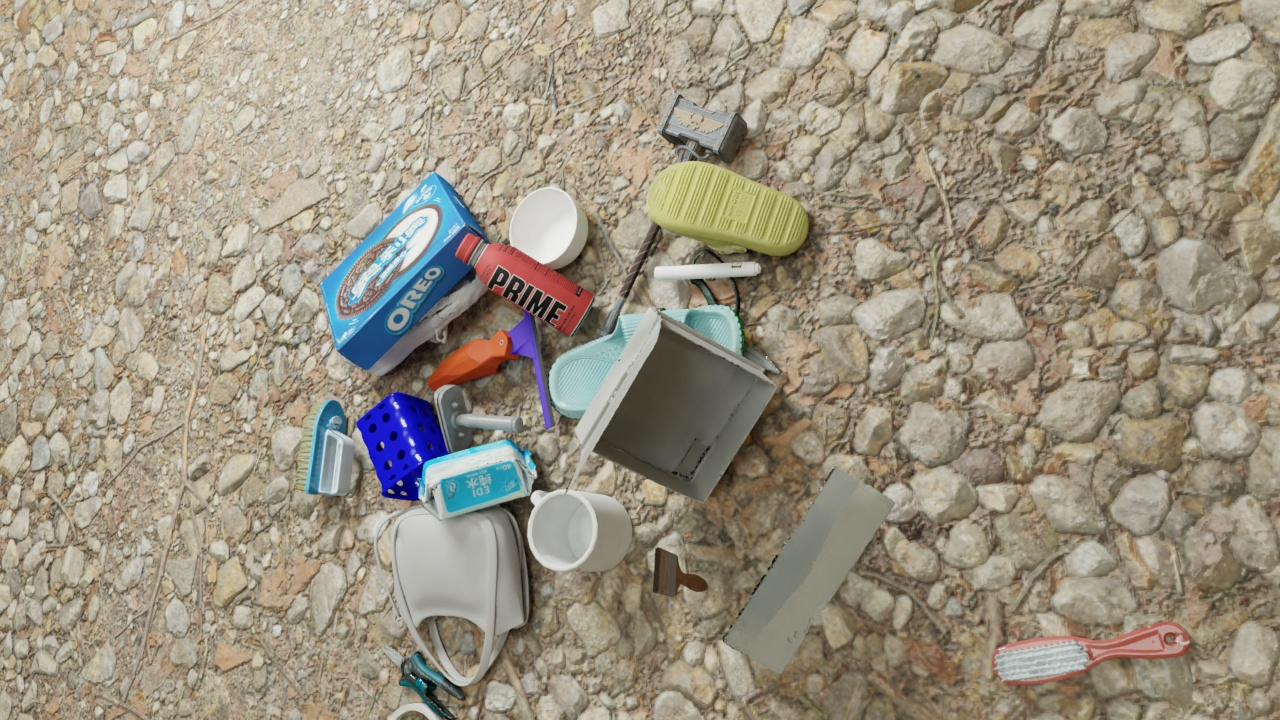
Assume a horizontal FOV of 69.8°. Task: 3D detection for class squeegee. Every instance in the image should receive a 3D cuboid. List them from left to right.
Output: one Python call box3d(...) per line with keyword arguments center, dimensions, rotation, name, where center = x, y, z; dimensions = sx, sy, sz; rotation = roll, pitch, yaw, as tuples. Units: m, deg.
box3d(center=(-0.213, -0.001, 1.209), dimensions=(0.185, 0.055, 0.249), rotation=(-25, 67, 30), name="squeegee")

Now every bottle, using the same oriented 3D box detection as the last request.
box3d(center=(-0.146, -0.099, 1.143), dimensions=(0.176, 0.062, 0.062), rotation=(31, 94, -8), name="bottle")

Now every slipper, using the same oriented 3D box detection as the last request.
box3d(center=(-0.302, -0.054, 1.253), dimensions=(0.247, 0.074, 0.112), rotation=(-33, 56, 20), name="slipper")
box3d(center=(-0.006, 0.006, 1.088), dimensions=(0.277, 0.069, 0.116), rotation=(-14, 81, 28), name="slipper")
box3d(center=(0.102, -0.170, 1.080), dimensions=(0.190, 0.082, 0.091), rotation=(16, 78, 3), name="slipper")

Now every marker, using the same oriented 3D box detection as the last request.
box3d(center=(0.080, -0.107, 1.093), dimensions=(0.134, 0.017, 0.020), rotation=(0, 39, 25), name="marker")

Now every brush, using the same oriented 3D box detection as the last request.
box3d(center=(-0.436, 0.122, 1.291), dimensions=(0.075, 0.055, 0.135), rotation=(-4, 76, 30), name="brush")
box3d(center=(0.045, 0.233, 0.977), dimensions=(0.008, 0.143, 0.045), rotation=(-5, 68, 24), name="brush")
box3d(center=(0.414, 0.271, 0.849), dimensions=(0.173, 0.030, 0.041), rotation=(-18, 71, 21), name="brush")

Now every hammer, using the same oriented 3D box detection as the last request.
box3d(center=(0.019, -0.166, 1.141), dimensions=(0.098, 0.044, 0.322), rotation=(27, 94, 29), name="hammer")

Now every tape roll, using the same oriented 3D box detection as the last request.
box3d(center=(-0.285, 0.482, 1.159), dimensions=(0.093, 0.013, 0.093), rotation=(-6, 76, 25), name="tape roll")

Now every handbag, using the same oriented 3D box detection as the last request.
box3d(center=(-0.235, 0.295, 1.157), dimensions=(0.216, 0.095, 0.222), rotation=(-4, 89, 27), name="handbag")

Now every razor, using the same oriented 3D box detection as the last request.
box3d(center=(-0.201, 0.078, 1.170), dimensions=(0.116, 0.047, 0.088), rotation=(2, 114, 28), name="razor")

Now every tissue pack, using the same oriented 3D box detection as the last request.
box3d(center=(-0.198, 0.145, 1.123), dimensions=(0.144, 0.093, 0.062), rotation=(-16, 104, -12), name="tissue pack")

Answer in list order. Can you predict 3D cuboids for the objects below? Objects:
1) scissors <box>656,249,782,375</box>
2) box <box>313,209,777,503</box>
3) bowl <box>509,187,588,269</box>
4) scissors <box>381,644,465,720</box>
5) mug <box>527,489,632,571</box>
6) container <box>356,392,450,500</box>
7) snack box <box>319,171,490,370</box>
box3d(center=(0.101, -0.050, 1.086), dimensions=(0.209, 0.015, 0.154), rotation=(28, 90, 29), name="scissors")
box3d(center=(-0.050, 0.023, 0.863), dimensions=(0.149, 0.505, 0.167), rotation=(36, 101, 32), name="box")
box3d(center=(-0.114, -0.168, 1.198), dimensions=(0.105, 0.054, 0.104), rotation=(-6, 78, 27), name="bowl")
box3d(center=(-0.282, 0.412, 1.170), dimensions=(0.129, 0.019, 0.138), rotation=(-24, 67, 20), name="scissors")
box3d(center=(-0.080, 0.192, 1.078), dimensions=(0.121, 0.090, 0.091), rotation=(38, 96, 28), name="mug")
box3d(center=(-0.309, 0.114, 1.214), dimensions=(0.084, 0.085, 0.113), rotation=(-36, 64, 14), name="container")
box3d(center=(-0.322, -0.126, 1.239), dimensions=(0.239, 0.056, 0.195), rotation=(-44, 39, 6), name="snack box")
